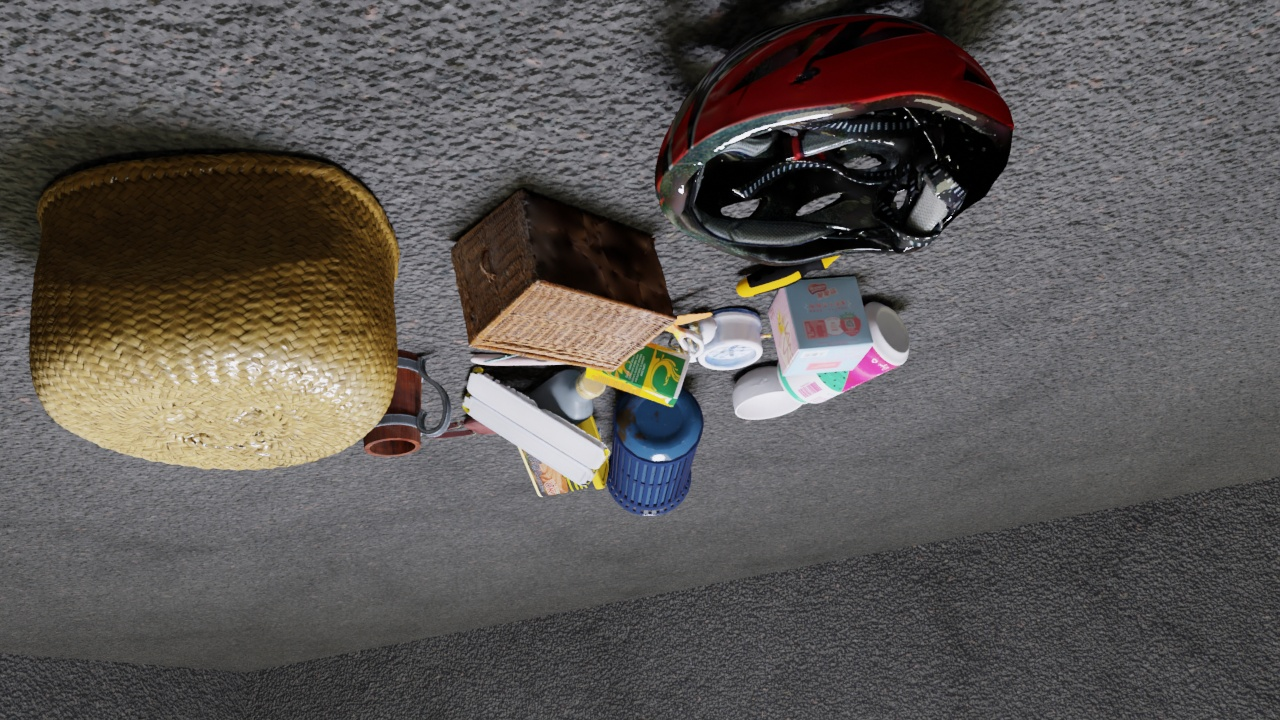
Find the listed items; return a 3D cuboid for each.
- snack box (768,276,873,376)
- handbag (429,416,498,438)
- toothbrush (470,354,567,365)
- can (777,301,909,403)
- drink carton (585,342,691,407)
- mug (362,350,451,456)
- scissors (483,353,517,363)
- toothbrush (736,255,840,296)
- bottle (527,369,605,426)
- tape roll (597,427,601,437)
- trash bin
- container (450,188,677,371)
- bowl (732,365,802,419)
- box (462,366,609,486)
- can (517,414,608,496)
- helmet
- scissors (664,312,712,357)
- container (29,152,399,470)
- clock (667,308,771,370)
[{"bbox_3d":[0.214,-0.041,1.106,0.093,0.094,0.080,-5,157,-9],"label":"snack box"},{"bbox_3d":[-0.262,0.100,1.353,0.120,0.029,0.055,-13,155,23],"label":"handbag"},{"bbox_3d":[-0.128,-0.001,1.177,0.181,0.015,0.018,2,148,-23],"label":"toothbrush"},{"bbox_3d":[0.266,-0.007,1.209,0.088,0.088,0.166,11,149,-39],"label":"can"},{"bbox_3d":[-0.007,0.007,1.126,0.122,0.058,0.041,19,160,-1],"label":"drink carton"},{"bbox_3d":[-0.287,0.050,1.116,0.117,0.111,0.081,-14,156,12],"label":"mug"},{"bbox_3d":[-0.130,-0.013,1.107,0.136,0.015,0.057,-11,177,-37],"label":"scissors"},{"bbox_3d":[0.199,-0.112,1.024,0.197,0.031,0.031,-20,130,16],"label":"toothbrush"},{"bbox_3d":[-0.096,0.051,1.211,0.046,0.072,0.162,-16,171,-33],"label":"bottle"},{"bbox_3d":[-0.122,0.124,1.459,0.093,0.016,0.092,12,149,-39],"label":"tape roll"},{"bbox_3d":[0.019,0.132,1.382,0.139,0.139,0.250,-6,155,-6],"label":"trash bin"},{"bbox_3d":[-0.073,-0.074,0.909,0.198,0.113,0.113,12,145,-42],"label":"container"},{"bbox_3d":[0.183,0.043,1.338,0.105,0.054,0.105,-8,155,-4],"label":"bowl"},{"bbox_3d":[-0.143,0.090,1.225,0.209,0.023,0.127,32,150,1],"label":"box"},{"bbox_3d":[-0.115,0.130,1.345,0.101,0.072,0.131,-12,118,12],"label":"can"},{"bbox_3d":[0.142,-0.166,0.705,0.272,0.166,0.218,-6,157,-7],"label":"helmet"},{"bbox_3d":[0.032,-0.043,1.096,0.126,0.011,0.128,-10,138,32],"label":"scissors"},{"bbox_3d":[-0.365,-0.024,0.823,0.307,0.196,0.307,-6,157,-3],"label":"container"},{"bbox_3d":[0.096,-0.027,1.155,0.125,0.052,0.089,2,155,-14],"label":"clock"}]
